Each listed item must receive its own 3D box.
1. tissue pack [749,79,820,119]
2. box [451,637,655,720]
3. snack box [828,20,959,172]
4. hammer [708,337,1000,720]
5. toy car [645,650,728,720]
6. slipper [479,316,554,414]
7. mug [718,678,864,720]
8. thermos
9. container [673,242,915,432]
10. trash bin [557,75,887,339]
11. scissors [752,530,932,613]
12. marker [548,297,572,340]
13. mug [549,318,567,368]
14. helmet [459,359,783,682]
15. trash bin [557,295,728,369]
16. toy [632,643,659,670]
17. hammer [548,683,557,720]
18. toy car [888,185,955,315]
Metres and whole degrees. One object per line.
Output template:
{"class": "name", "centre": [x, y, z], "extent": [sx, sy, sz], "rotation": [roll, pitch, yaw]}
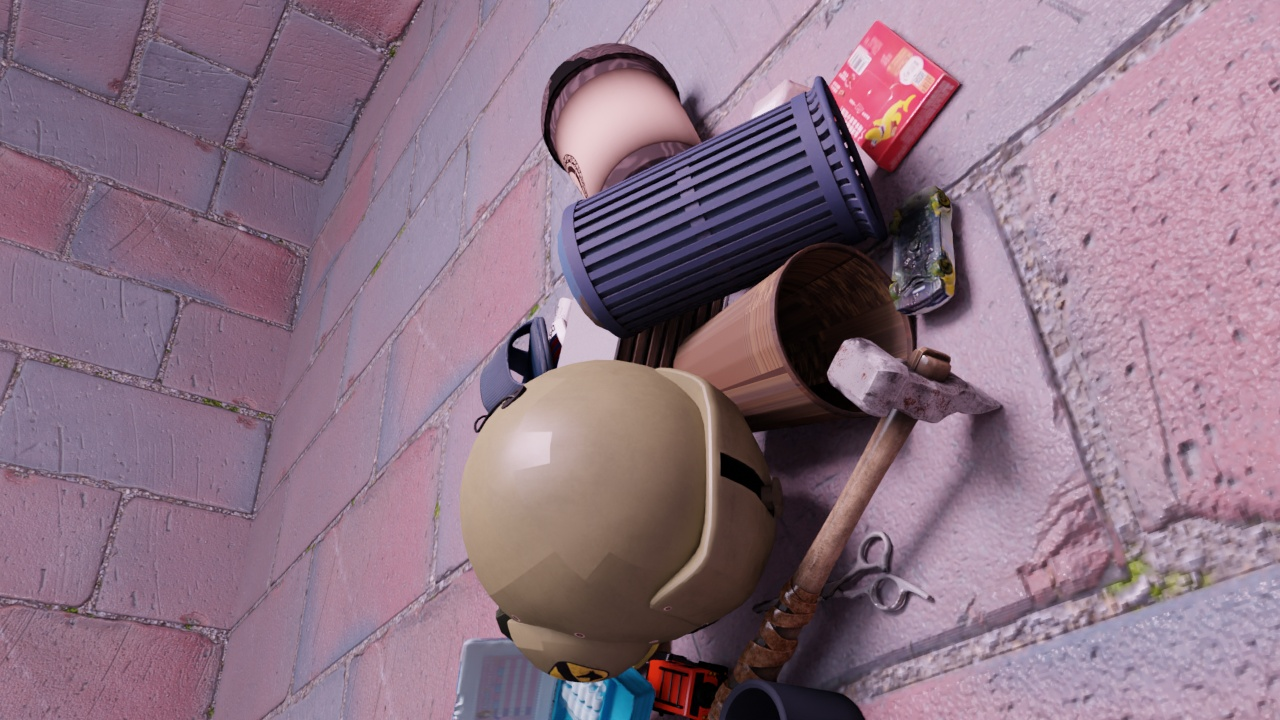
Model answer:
{"class": "tissue pack", "centre": [0.126, -0.164, 0.875], "extent": [0.104, 0.071, 0.181], "rotation": [-175, 105, -75]}
{"class": "box", "centre": [-0.082, 0.346, 0.806], "extent": [0.083, 0.172, 0.227], "rotation": [-42, -34, -68]}
{"class": "snack box", "centre": [0.212, -0.234, 0.803], "extent": [0.089, 0.021, 0.132], "rotation": [-55, 33, 26]}
{"class": "hammer", "centre": [0.130, 0.134, 0.640], "extent": [0.319, 0.121, 0.049], "rotation": [-65, 31, 17]}
{"class": "toy car", "centre": [0.033, 0.275, 0.773], "extent": [0.100, 0.048, 0.051], "rotation": [-13, 62, 56]}
{"class": "slipper", "centre": [-0.152, 0.034, 1.101], "extent": [0.264, 0.082, 0.101], "rotation": [111, 153, -59]}
{"class": "mug", "centre": [0.099, 0.277, 0.633], "extent": [0.071, 0.077, 0.105], "rotation": [21, 92, 61]}
{"class": "thermos", "centre": [-0.009, -0.234, 1.039], "extent": [0.173, 0.172, 0.226], "rotation": [-53, 40, 27]}
{"class": "container", "centre": [0.111, -0.003, 0.739], "extent": [0.168, 0.132, 0.132], "rotation": [-27, 50, 58]}
{"class": "trash bin", "centre": [0.061, -0.117, 0.769], "extent": [0.250, 0.139, 0.139], "rotation": [-22, 50, 20]}
{"class": "scissors", "centre": [0.143, 0.180, 0.682], "extent": [0.172, 0.014, 0.090], "rotation": [-48, 35, 30]}
{"class": "marker", "centre": [-0.112, -0.020, 1.215], "extent": [0.025, 0.025, 0.126], "rotation": [7, 79, 60]}
{"class": "mug", "centre": [-0.072, -0.006, 1.058], "extent": [0.075, 0.112, 0.076], "rotation": [-26, 40, 3]}
{"class": "helmet", "centre": [-0.009, 0.113, 0.704], "extent": [0.234, 0.255, 0.249], "rotation": [-42, 40, 53]}
{"class": "trash bin", "centre": [-0.006, 0.005, 0.930], "extent": [0.115, 0.114, 0.228], "rotation": [-9, 65, 57]}
{"class": "toy", "centre": [-0.030, 0.280, 0.867], "extent": [0.106, 0.067, 0.137], "rotation": [10, 74, 63]}
{"class": "hammer", "centre": [-0.111, 0.242, 1.024], "extent": [0.321, 0.043, 0.156], "rotation": [-99, 16, -52]}
{"class": "toy car", "centre": [0.216, -0.082, 0.695], "extent": [0.048, 0.033, 0.105], "rotation": [-32, 42, 50]}
